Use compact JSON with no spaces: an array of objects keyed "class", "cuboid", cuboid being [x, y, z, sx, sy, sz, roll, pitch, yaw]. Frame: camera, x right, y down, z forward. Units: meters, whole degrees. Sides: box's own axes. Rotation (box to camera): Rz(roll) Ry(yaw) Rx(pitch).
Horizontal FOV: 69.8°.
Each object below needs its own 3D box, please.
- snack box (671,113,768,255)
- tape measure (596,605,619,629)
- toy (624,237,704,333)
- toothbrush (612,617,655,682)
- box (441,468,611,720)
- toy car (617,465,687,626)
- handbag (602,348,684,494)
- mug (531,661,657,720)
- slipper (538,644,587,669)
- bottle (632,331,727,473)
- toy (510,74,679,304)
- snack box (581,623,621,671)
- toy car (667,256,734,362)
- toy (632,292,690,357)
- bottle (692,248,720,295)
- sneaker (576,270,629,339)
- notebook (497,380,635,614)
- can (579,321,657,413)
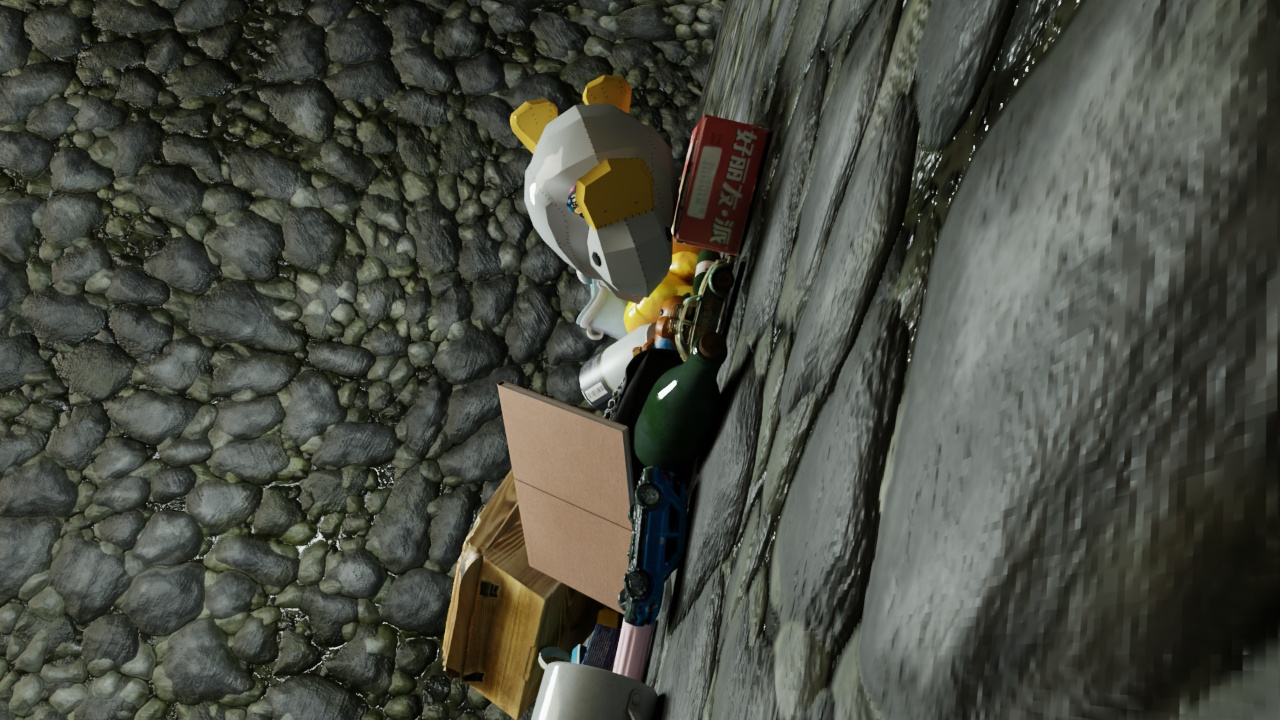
[{"class":"snack box","cuboid":[0.071,-0.170,0.897,0.236,0.060,0.113,-87,9,-80]},{"class":"tape measure","cuboid":[-0.039,0.320,1.065,0.059,0.030,0.068,108,169,-79]},{"class":"toy","cuboid":[0.033,-0.084,1.061,0.193,0.087,0.135,-79,-1,-45]},{"class":"toothbrush","cuboid":[-0.024,0.311,0.718,0.027,0.026,0.222,118,166,-70]},{"class":"box","cuboid":[-0.142,0.277,1.180,0.246,0.176,0.280,-44,-22,-46]},{"class":"toy car","cuboid":[0.010,0.139,0.691,0.056,0.043,0.120,107,174,-60]},{"class":"handbag","cuboid":[-0.011,0.064,0.849,0.154,0.115,0.124,102,-175,-53]},{"class":"mug","cuboid":[-0.025,0.246,0.606,0.113,0.084,0.070,-18,48,47]},{"class":"slipper","cuboid":[-0.083,0.389,1.066,0.295,0.060,0.118,102,159,-76]},{"class":"bottle","cuboid":[0.033,0.028,0.666,0.174,0.055,0.055,109,174,-61]},{"class":"toy","cuboid":[-0.028,-0.139,0.818,0.247,0.141,0.267,74,176,-54]},{"class":"snack box","cuboid":[-0.040,0.309,0.787,0.082,0.027,0.150,-66,-16,-60]},{"class":"toy car","cuboid":[0.049,-0.036,0.771,0.047,0.047,0.112,-50,-26,-86]},{"class":"toy","cuboid":[0.042,-0.027,0.905,0.102,0.071,0.090,-39,-39,-53]},{"class":"bottle","cuboid":[0.066,-0.077,0.920,0.105,0.025,0.025,-78,2,-51]},{"class":"sneaker","cuboid":[0.004,-0.142,1.238,0.093,0.160,0.256,110,172,-76]},{"class":"notebook","cuboid":[-0.060,0.127,0.817,0.008,0.141,0.209,-36,-48,-42]},{"class":"can","cuboid":[-0.006,0.006,0.983,0.128,0.064,0.064,-32,32,38]}]
